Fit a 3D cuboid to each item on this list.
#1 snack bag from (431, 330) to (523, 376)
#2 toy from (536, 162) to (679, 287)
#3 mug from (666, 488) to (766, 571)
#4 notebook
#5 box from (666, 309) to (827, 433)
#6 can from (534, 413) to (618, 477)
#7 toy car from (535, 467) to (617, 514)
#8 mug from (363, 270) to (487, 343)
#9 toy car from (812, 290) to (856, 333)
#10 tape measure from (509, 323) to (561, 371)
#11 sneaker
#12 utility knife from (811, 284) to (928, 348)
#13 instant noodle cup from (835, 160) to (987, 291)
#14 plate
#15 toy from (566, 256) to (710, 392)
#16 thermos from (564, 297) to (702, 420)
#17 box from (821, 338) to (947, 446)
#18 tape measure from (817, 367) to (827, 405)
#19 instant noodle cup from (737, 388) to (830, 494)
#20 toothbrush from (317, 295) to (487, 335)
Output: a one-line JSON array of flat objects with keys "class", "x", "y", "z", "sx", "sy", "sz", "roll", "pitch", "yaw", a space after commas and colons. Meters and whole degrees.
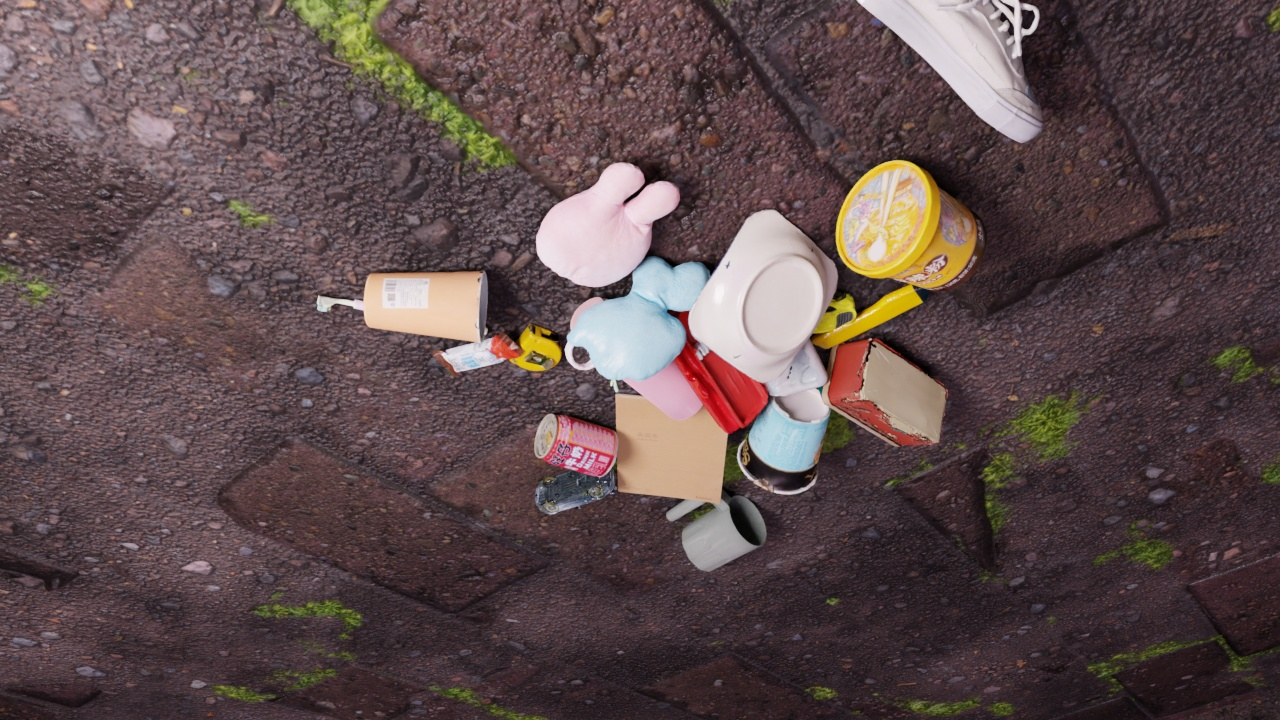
[{"class": "snack bag", "x": -0.192, "y": -0.007, "z": 1.076, "sx": 0.104, "sy": 0.026, "sz": 0.048, "roll": -14, "pitch": 135, "yaw": 29}, {"class": "toy", "x": -0.032, "y": -0.137, "z": 0.936, "sx": 0.121, "sy": 0.054, "sz": 0.160, "roll": 20, "pitch": 133, "yaw": -36}, {"class": "mug", "x": 0.112, "y": 0.249, "z": 1.383, "sx": 0.124, "sy": 0.083, "sz": 0.104, "roll": 45, "pitch": 122, "yaw": -11}, {"class": "notebook", "x": 0.041, "y": 0.123, "z": 1.247, "sx": 0.149, "sy": 0.012, "sz": 0.212, "roll": 6, "pitch": 137, "yaw": 5}, {"class": "box", "x": 0.118, "y": -0.014, "z": 1.078, "sx": 0.160, "sy": 0.065, "sz": 0.201, "roll": -30, "pitch": 125, "yaw": 8}, {"class": "can", "x": -0.084, "y": 0.110, "z": 1.200, "sx": 0.093, "sy": 0.066, "sz": 0.067, "roll": 20, "pitch": 132, "yaw": -27}, {"class": "toy car", "x": -0.091, "y": 0.181, "z": 1.288, "sx": 0.121, "sy": 0.054, "sz": 0.037, "roll": -19, "pitch": 135, "yaw": 14}, {"class": "mug", "x": -0.229, "y": -0.061, "z": 0.986, "sx": 0.122, "sy": 0.078, "sz": 0.078, "roll": 3, "pitch": 138, "yaw": -4}, {"class": "toy car", "x": 0.201, "y": -0.051, "z": 1.080, "sx": 0.105, "sy": 0.032, "sz": 0.048, "roll": -7, "pitch": 139, "yaw": 4}, {"class": "tape measure", "x": -0.122, "y": -0.010, "z": 1.087, "sx": 0.057, "sy": 0.028, "sz": 0.060, "roll": 21, "pitch": 132, "yaw": -28}, {"class": "sneaker", "x": 0.285, "y": -0.287, "z": 0.790, "sx": 0.242, "sy": 0.089, "sz": 0.091, "roll": 31, "pitch": 123, "yaw": -27}, {"class": "utility knife", "x": 0.275, "y": -0.054, "z": 1.098, "sx": 0.154, "sy": 0.015, "sz": 0.033, "roll": -28, "pitch": 128, "yaw": 24}, {"class": "instant noodle cup", "x": 0.283, "y": -0.130, "z": 0.944, "sx": 0.114, "sy": 0.118, "sz": 0.119, "roll": 16, "pitch": 135, "yaw": -35}, {"class": "plate", "x": 0.145, "y": -0.063, "z": 0.995, "sx": 0.164, "sy": 0.034, "sz": 0.163, "roll": 31, "pitch": 91, "yaw": -35}, {"class": "toy", "x": 0.005, "y": -0.040, "z": 0.987, "sx": 0.161, "sy": 0.156, "sz": 0.050, "roll": 9, "pitch": 164, "yaw": -3}, {"class": "thermos", "x": -0.006, "y": 0.006, "z": 1.084, "sx": 0.198, "sy": 0.067, "sz": 0.087, "roll": 38, "pitch": 86, "yaw": -40}, {"class": "box", "x": 0.312, "y": 0.044, "z": 1.140, "sx": 0.168, "sy": 0.091, "sz": 0.078, "roll": 28, "pitch": 158, "yaw": -33}, {"class": "tape measure", "x": 0.247, "y": 0.038, "z": 1.168, "sx": 0.054, "sy": 0.058, "sz": 0.025, "roll": 21, "pitch": 132, "yaw": -33}, {"class": "instant noodle cup", "x": 0.194, "y": 0.095, "z": 1.197, "sx": 0.111, "sy": 0.111, "sz": 0.121, "roll": 3, "pitch": 132, "yaw": -11}, {"class": "toothbrush", "x": -0.266, "y": -0.049, "z": 1.034, "sx": 0.189, "sy": 0.029, "sz": 0.020, "roll": 10, "pitch": 96, "yaw": -20}]
